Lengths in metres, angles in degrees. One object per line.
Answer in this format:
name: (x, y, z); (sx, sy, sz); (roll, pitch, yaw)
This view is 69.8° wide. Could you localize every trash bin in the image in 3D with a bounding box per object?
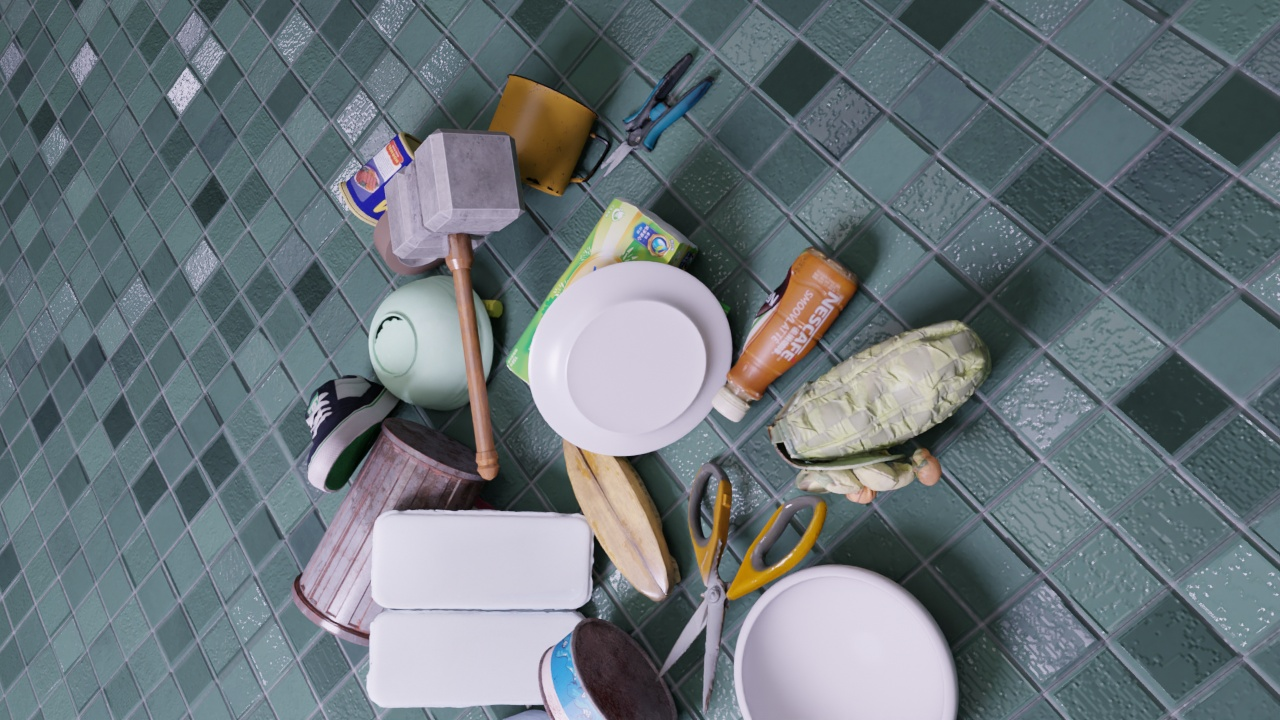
trash bin: (-0.253, 0.179, 0.930); (0.131, 0.130, 0.211); (30, 93, 29)

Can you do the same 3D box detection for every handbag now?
handbag: (0.199, 0.049, 0.736); (0.187, 0.113, 0.117); (-28, 77, 21)

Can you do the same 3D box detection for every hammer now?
hammer: (-0.167, -0.043, 0.888); (0.163, 0.082, 0.317); (-16, 81, 58)

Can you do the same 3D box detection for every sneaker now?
sneaker: (-0.310, 0.065, 0.932); (0.079, 0.235, 0.084); (30, 98, -9)

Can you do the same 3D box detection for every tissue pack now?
tissue pack: (-0.008, -0.034, 0.866); (0.141, 0.120, 0.198); (37, 106, 9)

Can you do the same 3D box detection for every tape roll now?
tape roll: (-0.244, -0.139, 1.012); (0.094, 0.093, 0.030); (-45, 64, 15)

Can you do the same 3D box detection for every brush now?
brush: (-0.019, 0.139, 0.874); (0.059, 0.043, 0.195); (-38, 65, 16)

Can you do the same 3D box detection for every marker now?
marker: (-0.208, -0.060, 1.021); (0.124, 0.021, 0.017); (4, 83, 30)

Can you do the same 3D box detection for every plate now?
plate: (-0.005, 0.005, 0.822); (0.189, 0.188, 0.016); (-54, 25, 10)

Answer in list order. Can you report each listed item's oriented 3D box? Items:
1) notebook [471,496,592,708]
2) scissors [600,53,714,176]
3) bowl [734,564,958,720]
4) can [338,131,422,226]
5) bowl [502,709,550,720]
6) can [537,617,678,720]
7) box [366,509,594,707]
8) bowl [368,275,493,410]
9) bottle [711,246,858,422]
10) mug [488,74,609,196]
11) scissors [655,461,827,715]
notebook: (-0.160, 0.234, 0.952); (0.209, 0.012, 0.153); (27, 94, 29)
scissors: (0.017, -0.247, 0.933); (0.144, 0.019, 0.126); (-1, 82, 30)
bowl: (0.168, 0.254, 0.741); (0.177, 0.066, 0.176); (-5, 79, 27)
can: (-0.257, -0.191, 1.016); (0.092, 0.116, 0.056); (-37, 66, 15)
bowl: (-0.123, 0.403, 0.843); (0.151, 0.074, 0.150); (-15, 69, 45)
can: (-0.027, 0.293, 0.803); (0.044, 0.129, 0.130); (-43, 65, 15)
box: (-0.149, 0.233, 0.864); (0.208, 0.037, 0.189); (5, 85, -10)
bowl: (-0.237, -0.018, 0.984); (0.151, 0.076, 0.151); (2, 93, 33)
bottle: (0.123, -0.019, 0.815); (0.059, 0.059, 0.167); (40, 101, 27)
mug: (-0.098, -0.226, 0.954); (0.123, 0.100, 0.094); (22, 96, -12)
scissors: (0.069, 0.178, 0.791); (0.225, 0.016, 0.216); (-54, 34, 15)
